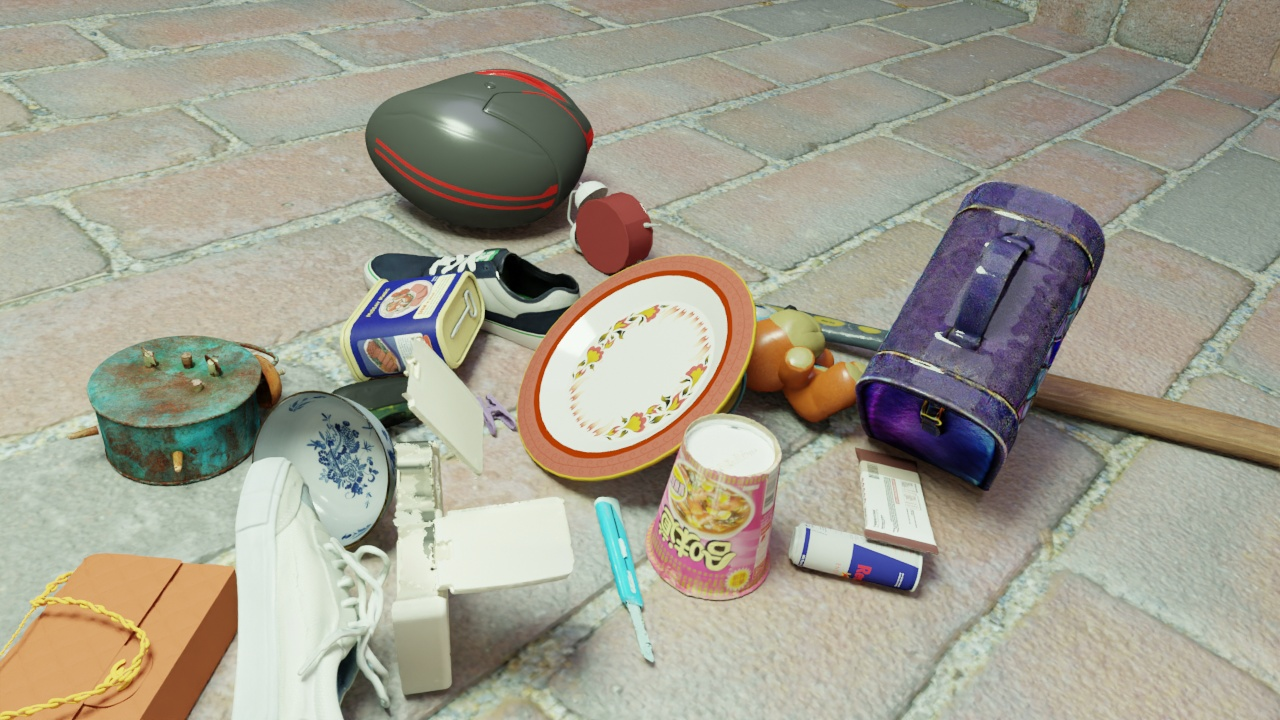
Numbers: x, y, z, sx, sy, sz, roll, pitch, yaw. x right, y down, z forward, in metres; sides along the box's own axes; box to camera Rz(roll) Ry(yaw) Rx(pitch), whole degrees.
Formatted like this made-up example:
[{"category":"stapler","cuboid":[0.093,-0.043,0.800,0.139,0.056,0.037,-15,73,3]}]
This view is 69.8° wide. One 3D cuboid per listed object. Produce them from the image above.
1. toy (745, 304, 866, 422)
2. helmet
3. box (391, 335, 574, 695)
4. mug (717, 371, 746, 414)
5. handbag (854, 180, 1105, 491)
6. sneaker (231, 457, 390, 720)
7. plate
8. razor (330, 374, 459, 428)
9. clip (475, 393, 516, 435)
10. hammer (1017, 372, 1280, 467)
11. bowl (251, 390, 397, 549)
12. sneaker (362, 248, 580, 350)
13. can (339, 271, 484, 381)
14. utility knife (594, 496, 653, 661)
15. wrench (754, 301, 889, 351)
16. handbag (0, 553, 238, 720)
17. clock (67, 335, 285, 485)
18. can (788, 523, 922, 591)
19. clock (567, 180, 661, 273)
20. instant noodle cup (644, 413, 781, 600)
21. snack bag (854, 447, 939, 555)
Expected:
[{"category":"toy","cuboid":[0.131,-0.003,0.850,0.176,0.096,0.112,17,8,21]},{"category":"helmet","cuboid":[-0.178,-0.234,1.050,0.264,0.165,0.169,8,45,-16]},{"category":"box","cuboid":[-0.101,0.093,0.569,0.106,0.193,0.143,-3,43,-13]},{"category":"mug","cuboid":[0.020,0.014,0.823,0.112,0.084,0.104,-37,42,-10]},{"category":"handbag","cuboid":[0.278,-0.021,0.757,0.125,0.222,0.204,26,71,24]},{"category":"sneaker","cuboid":[-0.197,0.158,0.561,0.090,0.090,0.242,-5,43,-17]},{"category":"plate","cuboid":[-0.005,0.005,0.772,0.230,0.021,0.229,-21,44,22]},{"category":"razor","cuboid":[-0.209,0.046,0.756,0.151,0.054,0.067,-18,69,-44]},{"category":"clip","cuboid":[-0.127,0.046,0.796,0.035,0.013,0.052,-11,36,-27]},{"category":"hammer","cuboid":[0.484,0.054,0.888,0.301,0.037,0.157,14,35,8]},{"category":"bowl","cuboid":[-0.220,0.077,0.665,0.114,0.114,0.045,19,10,15]},{"category":"sneaker","cuboid":[-0.166,-0.081,0.908,0.235,0.079,0.084,16,37,12]},{"category":"can","cuboid":[-0.202,-0.033,0.829,0.092,0.057,0.116,-6,33,13]},{"category":"utility knife","cuboid":[-0.010,0.155,0.664,0.022,0.015,0.151,20,29,-30]},{"category":"wrench","cuboid":[0.221,-0.025,0.936,0.274,0.022,0.073,13,35,19]},{"category":"handbag","cuboid":[-0.320,0.184,0.521,0.109,0.060,0.171,6,35,3]},{"category":"clock","cuboid":[-0.354,0.022,0.729,0.121,0.073,0.157,15,34,9]},{"category":"can","cuboid":[0.161,0.148,0.692,0.095,0.032,0.032,12,35,5]},{"category":"clock","cuboid":[-0.037,-0.148,1.024,0.124,0.087,0.044,36,42,29]},{"category":"instant noodle cup","cuboid":[0.058,0.101,0.671,0.097,0.109,0.097,6,34,-4]},{"category":"snack bag","cuboid":[0.206,0.111,0.749,0.057,0.013,0.157,11,21,6]}]
